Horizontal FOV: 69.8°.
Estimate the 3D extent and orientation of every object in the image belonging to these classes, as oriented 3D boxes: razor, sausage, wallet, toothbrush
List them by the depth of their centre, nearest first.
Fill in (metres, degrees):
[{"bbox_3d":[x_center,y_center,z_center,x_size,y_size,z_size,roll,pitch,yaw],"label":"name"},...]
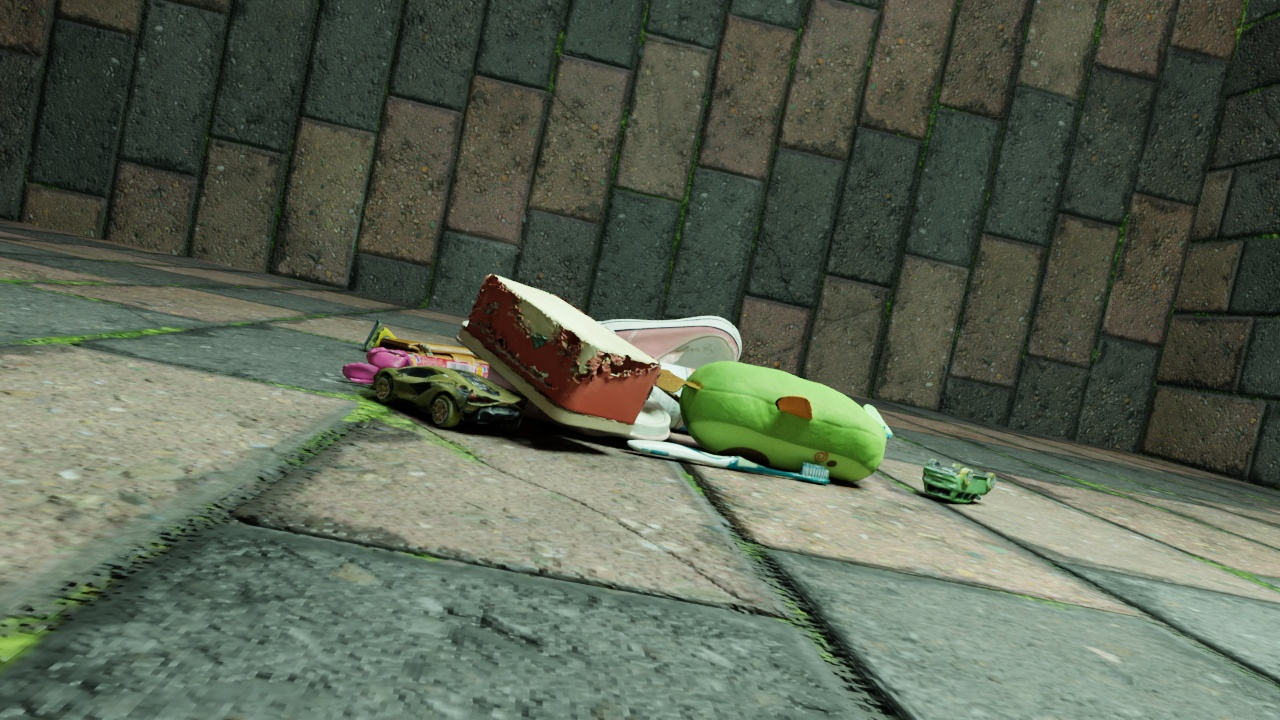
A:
[{"bbox_3d":[0.079,0.084,0.783,0.191,0.018,0.016,12,2,-18],"label":"toothbrush"},{"bbox_3d":[-0.212,0.009,1.034,0.155,0.020,0.020,10,4,-36],"label":"sausage"},{"bbox_3d":[-0.232,-0.006,1.104,0.130,0.035,0.119,8,4,-36],"label":"wallet"},{"bbox_3d":[-0.291,-0.018,1.167,0.028,0.043,0.132,34,9,32],"label":"razor"}]

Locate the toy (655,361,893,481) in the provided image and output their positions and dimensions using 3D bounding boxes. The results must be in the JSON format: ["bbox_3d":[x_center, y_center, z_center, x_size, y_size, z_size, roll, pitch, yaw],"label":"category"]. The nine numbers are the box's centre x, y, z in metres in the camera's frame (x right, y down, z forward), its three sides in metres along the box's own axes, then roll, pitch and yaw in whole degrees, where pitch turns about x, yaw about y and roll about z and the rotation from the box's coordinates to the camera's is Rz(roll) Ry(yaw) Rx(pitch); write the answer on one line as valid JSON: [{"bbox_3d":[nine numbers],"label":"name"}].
[{"bbox_3d":[0.115,0.053,0.847,0.247,0.090,0.227,15,-10,2],"label":"toy"}]

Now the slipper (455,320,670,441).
[{"bbox_3d":[-0.083,0.026,0.864,0.275,0.054,0.114,27,16,39],"label":"slipper"}]

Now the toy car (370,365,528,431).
[{"bbox_3d":[-0.157,0.026,0.736,0.158,0.042,0.070,11,1,42],"label":"toy car"}]

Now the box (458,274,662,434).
[{"bbox_3d":[-0.066,-0.015,0.741,0.091,0.079,0.168,15,14,-45],"label":"box"}]

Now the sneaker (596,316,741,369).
[{"bbox_3d":[-0.006,0.006,1.045,0.241,0.118,0.087,-7,25,20],"label":"sneaker"}]

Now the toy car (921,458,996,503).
[{"bbox_3d":[0.307,0.118,0.888,0.091,0.036,0.043,8,4,-44],"label":"toy car"}]

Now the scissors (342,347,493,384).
[{"bbox_3d":[-0.197,0.010,0.806,0.133,0.017,0.125,5,-20,-7],"label":"scissors"}]

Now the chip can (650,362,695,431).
[{"bbox_3d":[0.071,0.046,0.979,0.214,0.071,0.071,12,3,-12],"label":"chip can"}]
